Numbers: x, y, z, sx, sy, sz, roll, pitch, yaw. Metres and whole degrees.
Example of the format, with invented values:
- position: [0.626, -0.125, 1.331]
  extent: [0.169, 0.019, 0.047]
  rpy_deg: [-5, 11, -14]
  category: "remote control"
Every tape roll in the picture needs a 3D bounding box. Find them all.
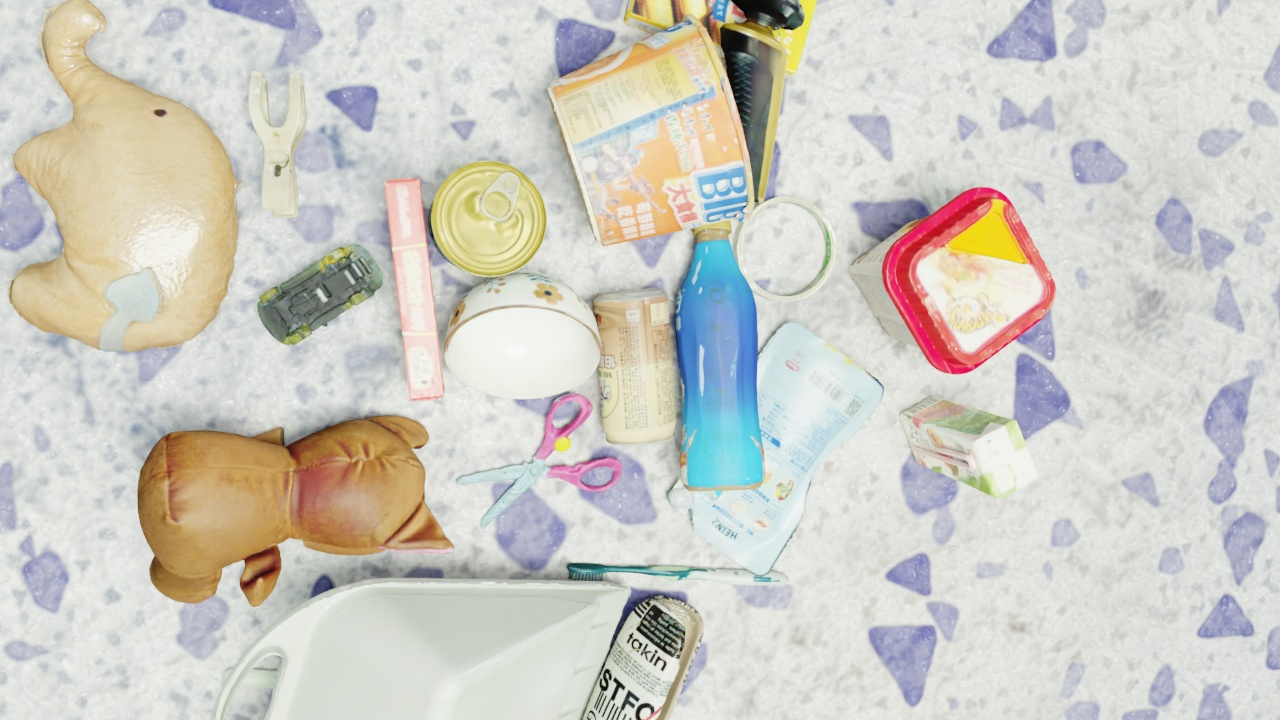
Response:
- position: [0.118, -0.091, 0.749]
  extent: [0.085, 0.014, 0.086]
  rpy_deg: [-1, 97, -12]
  category: "tape roll"

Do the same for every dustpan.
- position: [-0.160, 0.252, 0.670]
  extent: [0.143, 0.257, 0.223]
  rpy_deg: [24, 100, 27]
  category: "dustpan"

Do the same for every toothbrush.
- position: [0.033, 0.180, 0.762]
  extent: [0.191, 0.016, 0.018]
  rpy_deg: [6, 105, -12]
  category: "toothbrush"
- position: [-0.224, 0.255, 0.714]
  extent: [0.189, 0.029, 0.020]
  rpy_deg: [10, 52, -12]
  category: "toothbrush"

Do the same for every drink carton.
- position: [0.260, 0.068, 0.742]
  extent: [0.045, 0.122, 0.053]
  rpy_deg: [-26, 102, -7]
  category: "drink carton"

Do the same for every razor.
- position: [0.089, -0.199, 0.692]
  extent: [0.067, 0.062, 0.168]
  rpy_deg: [-20, 125, -33]
  category: "razor"

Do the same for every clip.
- position: [-0.255, -0.152, 0.650]
  extent: [0.034, 0.072, 0.100]
  rpy_deg: [-3, 91, -13]
  category: "clip"

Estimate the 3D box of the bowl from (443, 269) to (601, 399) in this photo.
- position: [-0.086, -0.027, 0.678]
  extent: [0.113, 0.114, 0.062]
  rpy_deg: [5, 53, -13]
  category: "bowl"

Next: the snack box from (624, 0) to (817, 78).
- position: [0.065, -0.282, 0.706]
  extent: [0.140, 0.034, 0.087]
  rpy_deg: [15, 94, -15]
  category: "snack box"

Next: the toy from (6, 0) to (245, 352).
- position: [-0.342, -0.118, 0.615]
  extent: [0.143, 0.082, 0.226]
  rpy_deg: [1, 94, -21]
  category: "toy"

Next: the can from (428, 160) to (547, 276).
- position: [-0.112, -0.098, 0.650]
  extent: [0.075, 0.111, 0.075]
  rpy_deg: [-2, 97, -14]
  category: "can"

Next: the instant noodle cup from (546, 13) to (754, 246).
- position: [0.004, -0.154, 0.655]
  extent: [0.111, 0.151, 0.151]
  rpy_deg: [-18, 100, -1]
  category: "instant noodle cup"

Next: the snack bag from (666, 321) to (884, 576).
- position: [0.109, 0.072, 0.754]
  extent: [0.110, 0.039, 0.191]
  rpy_deg: [35, 90, -12]
  category: "snack bag"

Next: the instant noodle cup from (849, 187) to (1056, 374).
- position: [0.234, -0.063, 0.720]
  extent: [0.116, 0.124, 0.116]
  rpy_deg: [-36, 102, -7]
  category: "instant noodle cup"

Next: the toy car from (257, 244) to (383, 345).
- position: [-0.232, -0.048, 0.668]
  extent: [0.091, 0.036, 0.043]
  rpy_deg: [-33, 103, -8]
  category: "toy car"

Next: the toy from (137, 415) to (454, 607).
- position: [-0.239, 0.101, 0.645]
  extent: [0.199, 0.131, 0.140]
  rpy_deg: [-9, 60, -22]
  category: "toy"

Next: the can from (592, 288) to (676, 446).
- position: [-0.004, 0.004, 0.711]
  extent: [0.058, 0.058, 0.116]
  rpy_deg: [-6, 97, -11]
  category: "can"

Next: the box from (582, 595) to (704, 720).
- position: [0.003, 0.273, 0.747]
  extent: [0.087, 0.076, 0.163]
  rpy_deg: [17, 94, -49]
  category: "box"

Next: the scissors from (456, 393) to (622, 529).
- position: [-0.075, 0.091, 0.730]
  extent: [0.113, 0.017, 0.134]
  rpy_deg: [43, 91, -18]
  category: "scissors"

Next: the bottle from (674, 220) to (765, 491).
- position: [0.060, -0.009, 0.712]
  extent: [0.065, 0.065, 0.218]
  rpy_deg: [0, 84, -12]
  category: "bottle"

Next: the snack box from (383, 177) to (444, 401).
- position: [-0.163, -0.051, 0.662]
  extent: [0.025, 0.075, 0.153]
  rpy_deg: [-7, 98, -12]
  category: "snack box"
